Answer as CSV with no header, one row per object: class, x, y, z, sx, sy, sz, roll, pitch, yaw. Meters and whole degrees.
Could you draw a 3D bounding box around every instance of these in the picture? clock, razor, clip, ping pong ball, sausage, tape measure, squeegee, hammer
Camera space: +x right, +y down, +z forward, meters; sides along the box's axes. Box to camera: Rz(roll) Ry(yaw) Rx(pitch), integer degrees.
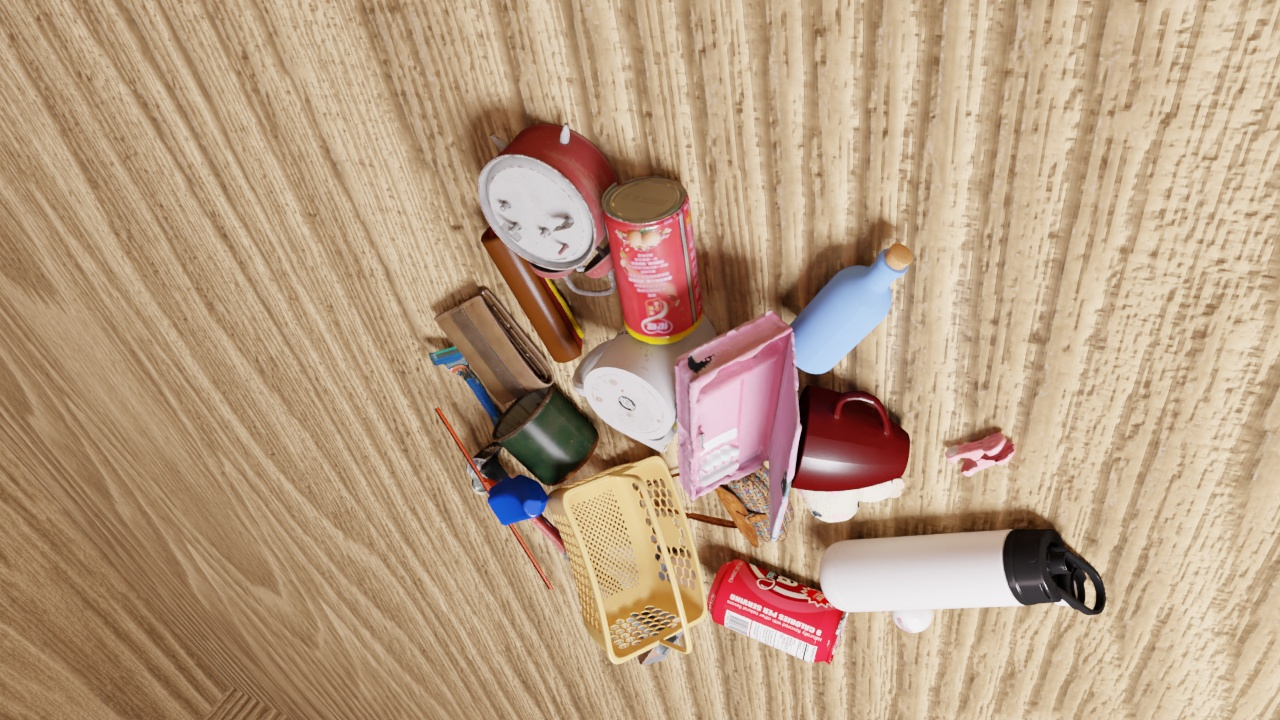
clock,-0.069,-0.113,0.757,0.110,0.061,0.157,2,133,34
razor,-0.185,0.036,1.038,0.044,0.018,0.141,-15,127,22
clip,0.277,0.080,0.742,0.060,0.023,0.044,-8,130,44
ping pong ball,0.271,0.251,0.915,0.040,0.040,0.040,20,141,18
sausage,-0.096,-0.062,0.851,0.040,0.040,0.156,-1,130,38
tape measure,0.008,0.061,0.923,0.064,0.016,0.065,26,142,11
squeegee,-0.131,0.148,0.979,0.249,0.055,0.185,59,163,-6
hammer,-0.084,0.220,1.085,0.326,0.036,0.141,41,151,13

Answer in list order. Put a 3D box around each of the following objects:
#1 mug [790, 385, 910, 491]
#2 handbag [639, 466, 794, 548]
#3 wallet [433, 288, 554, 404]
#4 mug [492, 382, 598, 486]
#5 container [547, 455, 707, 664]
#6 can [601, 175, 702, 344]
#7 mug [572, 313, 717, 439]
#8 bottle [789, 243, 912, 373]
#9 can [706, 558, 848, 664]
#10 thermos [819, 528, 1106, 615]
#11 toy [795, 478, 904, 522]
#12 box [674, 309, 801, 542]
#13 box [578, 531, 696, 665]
mug,0.176,0.062,0.753,0.088,0.086,0.114,10,142,2
handbag,0.064,0.149,0.964,0.196,0.043,0.093,-4,127,44
wallet,-0.153,-0.012,0.953,0.099,0.026,0.121,-20,113,49
mug,-0.104,0.079,0.978,0.081,0.084,0.111,47,157,-19
container,-0.005,0.200,0.944,0.167,0.129,0.183,-10,97,63
can,0.011,-0.079,0.729,0.067,0.066,0.124,14,138,24
mug,-0.005,0.005,0.806,0.120,0.096,0.083,2,132,35
bottle,0.156,-0.041,0.678,0.048,0.047,0.131,35,143,0
can,0.149,0.274,1.003,0.142,0.074,0.074,18,140,20
thermos,0.283,0.199,0.835,0.231,0.068,0.101,-17,133,45
toy,0.177,0.114,0.835,0.112,0.050,0.087,17,140,30
box,0.093,0.073,0.751,0.107,0.099,0.233,58,166,28
box,-0.006,0.297,1.132,0.218,0.095,0.114,110,145,-52
